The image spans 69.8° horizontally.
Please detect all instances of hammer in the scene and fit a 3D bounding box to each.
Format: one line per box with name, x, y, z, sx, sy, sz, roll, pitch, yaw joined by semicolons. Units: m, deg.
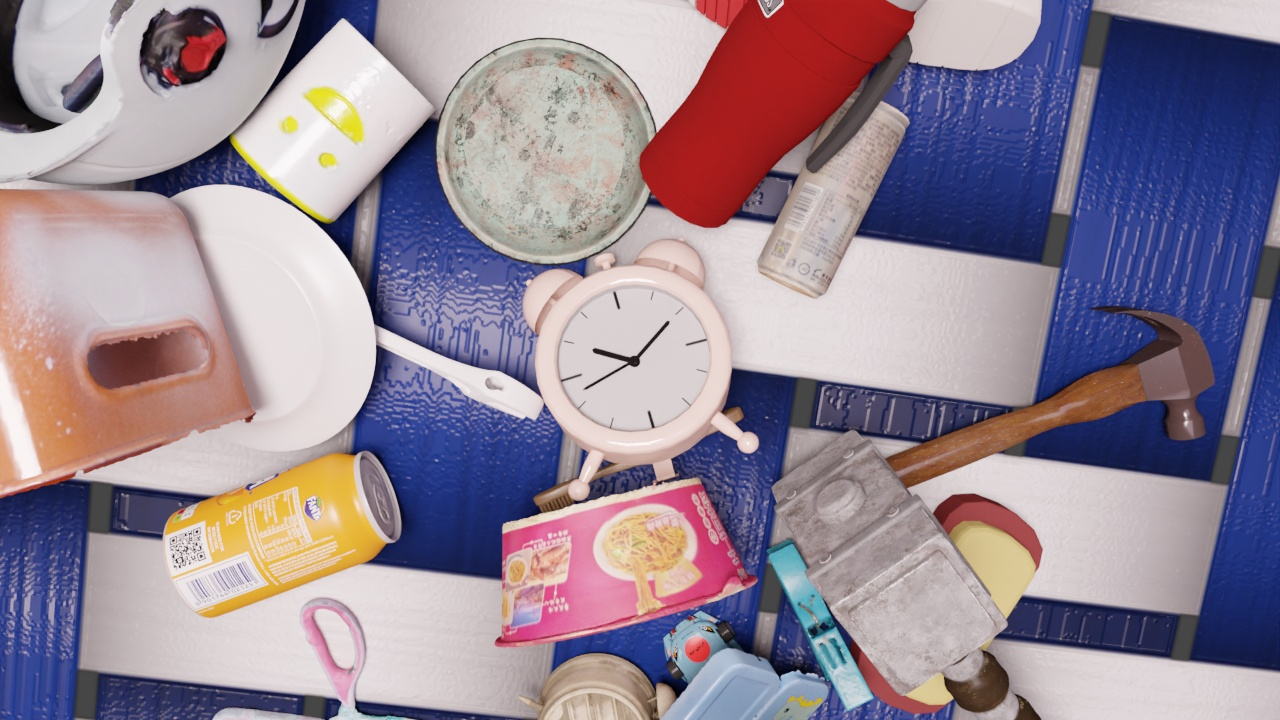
hammer;0.217;0.205;0.607;0.079;0.176;0.326;-37;104;7
hammer;0.263;0.053;0.680;0.323;0.033;0.115;-21;100;1

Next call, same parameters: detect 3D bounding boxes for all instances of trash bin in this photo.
trash bin;-0.394;0.001;0.540;0.260;0.181;0.157;-12;96;16

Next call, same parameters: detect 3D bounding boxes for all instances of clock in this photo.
clock;-0.015;0.269;0.677;0.141;0.054;0.093;-9;98;4
clock;-0.004;0.004;0.636;0.131;0.086;0.160;-16;80;-1

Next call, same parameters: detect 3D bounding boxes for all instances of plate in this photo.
plate;-0.269;-0.021;0.616;0.189;0.016;0.189;4;111;12

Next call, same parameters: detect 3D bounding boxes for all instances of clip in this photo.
clip;0.129;0.191;0.688;0.027;0.104;0.120;-26;91;-4

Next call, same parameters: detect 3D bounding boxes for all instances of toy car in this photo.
toy car;0.064;0.244;0.695;0.060;0.027;0.108;-37;98;2

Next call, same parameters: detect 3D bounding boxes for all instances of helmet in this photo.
helmet;-0.301;-0.219;0.543;0.237;0.163;0.264;19;93;23

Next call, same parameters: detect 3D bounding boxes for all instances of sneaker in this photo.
sneaker;0.147;-0.272;0.612;0.236;0.090;0.104;9;75;4

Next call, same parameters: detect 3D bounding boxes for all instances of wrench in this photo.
wrench;-0.193;-0.022;0.634;0.273;0.066;0.018;25;78;-1

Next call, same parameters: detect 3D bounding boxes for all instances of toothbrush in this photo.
toothbrush;-0.001;0.073;0.676;0.167;0.016;0.016;-25;97;1

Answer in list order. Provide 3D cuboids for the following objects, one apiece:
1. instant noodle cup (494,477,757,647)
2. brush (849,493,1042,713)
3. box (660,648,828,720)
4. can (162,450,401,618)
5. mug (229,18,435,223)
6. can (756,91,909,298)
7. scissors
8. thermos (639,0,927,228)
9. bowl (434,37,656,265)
instant noodle cup;-0.018;0.130;0.614;0.178;0.179;0.077;-13;81;-1
brush;0.231;0.186;0.689;0.082;0.042;0.173;30;95;-6
box;0.042;0.299;0.665;0.125;0.021;0.209;30;104;-35
can;-0.247;0.118;0.636;0.142;0.079;0.079;-20;98;0
mug;-0.200;-0.156;0.602;0.082;0.082;0.106;44;92;-7
can;0.132;-0.113;0.639;0.054;0.054;0.135;25;95;-6
scissors;-0.242;0.266;0.691;0.173;0.013;0.170;-20;101;-2
thermos;0.094;-0.170;0.570;0.108;0.083;0.199;25;133;-21
bowl;-0.065;-0.144;0.632;0.157;0.038;0.157;0;97;-3
